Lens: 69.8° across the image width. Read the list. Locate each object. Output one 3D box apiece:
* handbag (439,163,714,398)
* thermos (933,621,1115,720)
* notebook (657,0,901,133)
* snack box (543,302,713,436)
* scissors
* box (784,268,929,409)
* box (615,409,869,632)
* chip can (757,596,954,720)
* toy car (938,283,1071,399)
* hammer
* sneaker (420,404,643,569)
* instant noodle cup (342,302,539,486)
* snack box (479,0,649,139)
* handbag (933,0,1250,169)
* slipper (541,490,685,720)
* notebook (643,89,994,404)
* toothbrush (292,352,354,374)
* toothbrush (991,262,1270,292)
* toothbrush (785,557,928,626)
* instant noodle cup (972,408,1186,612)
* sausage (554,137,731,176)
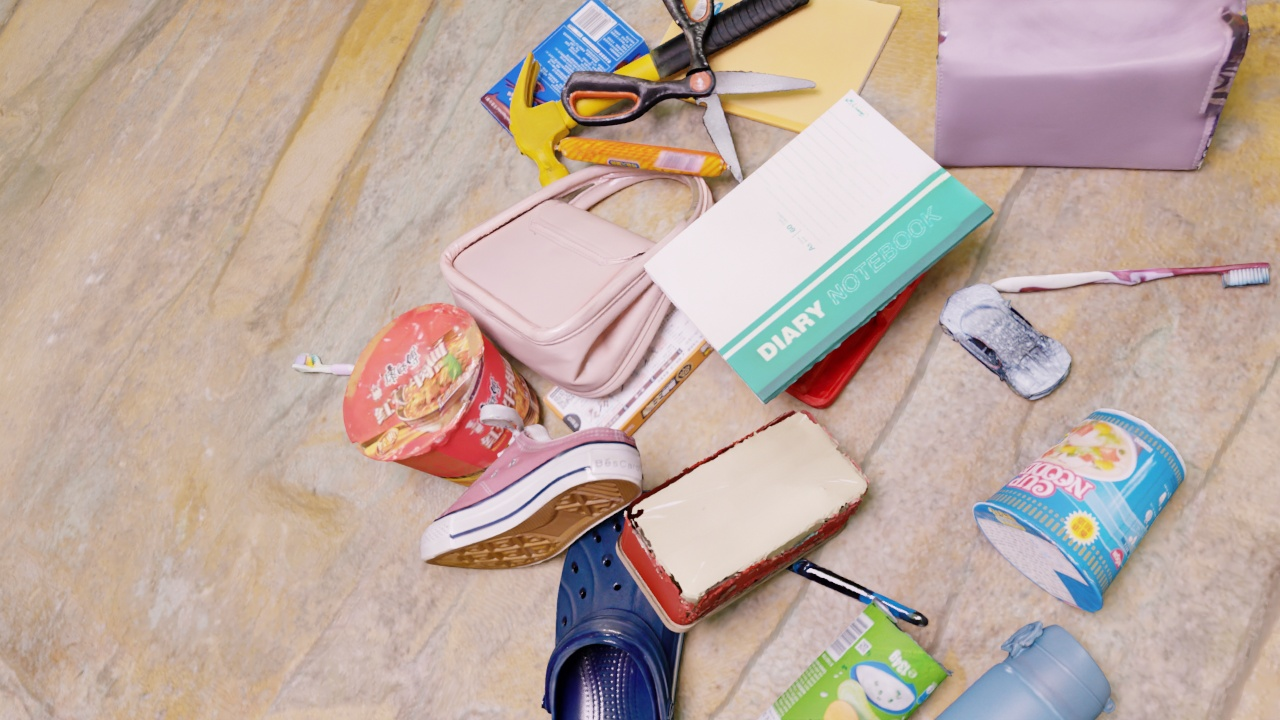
[{"bbox_3d":[-0.038,-0.095,0.789,0.233,0.093,0.193,-46,48,-15],"label":"handbag"},{"bbox_3d":[0.206,0.262,0.593,0.220,0.070,0.070,-43,64,0],"label":"thermos"},{"bbox_3d":[0.116,-0.290,0.854,0.206,0.010,0.145,23,80,24],"label":"notebook"},{"bbox_3d":[-0.005,0.005,0.778,0.153,0.026,0.075,-46,63,-2],"label":"snack box"},{"bbox_3d":[0.036,-0.255,0.815,0.221,0.021,0.233,-15,79,8],"label":"scissors"},{"bbox_3d":[0.156,-0.071,0.711,0.095,0.100,0.201,34,84,27],"label":"box"},{"bbox_3d":[0.075,0.108,0.646,0.168,0.078,0.091,-26,63,-24],"label":"box"},{"bbox_3d":[0.103,0.268,0.621,0.236,0.072,0.072,-45,64,-2],"label":"chip can"},{"bbox_3d":[0.273,-0.017,0.691,0.049,0.031,0.105,-42,63,-1],"label":"toy car"},{"bbox_3d":[0.015,-0.274,0.850,0.301,0.033,0.128,-27,79,5],"label":"hammer"},{"bbox_3d":[-0.088,0.096,0.706,0.242,0.118,0.087,-34,50,39],"label":"sneaker"},{"bbox_3d":[-0.159,0.037,0.762,0.138,0.108,0.137,-14,58,23],"label":"instant noodle cup"},{"bbox_3d":[-0.075,-0.280,0.905,0.157,0.026,0.084,-42,65,1],"label":"snack box"},{"bbox_3d":[0.321,-0.214,0.683,0.197,0.145,0.098,4,75,19],"label":"handbag"},{"bbox_3d":[-0.024,0.217,0.671,0.105,0.095,0.252,1,74,16],"label":"slipper"},{"bbox_3d":[0.124,-0.086,0.671,0.209,0.012,0.150,-40,63,2],"label":"notebook"},{"bbox_3d":[-0.241,0.006,0.861,0.190,0.029,0.020,3,114,18],"label":"toothbrush"},{"bbox_3d":[0.362,-0.059,0.685,0.188,0.016,0.017,-3,80,17],"label":"toothbrush"},{"bbox_3d":[0.122,0.156,0.687,0.190,0.016,0.014,21,84,23],"label":"toothbrush"},{"bbox_3d":[0.298,0.093,0.613,0.109,0.099,0.099,-44,63,-10],"label":"instant noodle cup"},{"bbox_3d":[0.000,-0.178,0.802,0.165,0.021,0.021,11,75,18],"label":"sausage"}]
